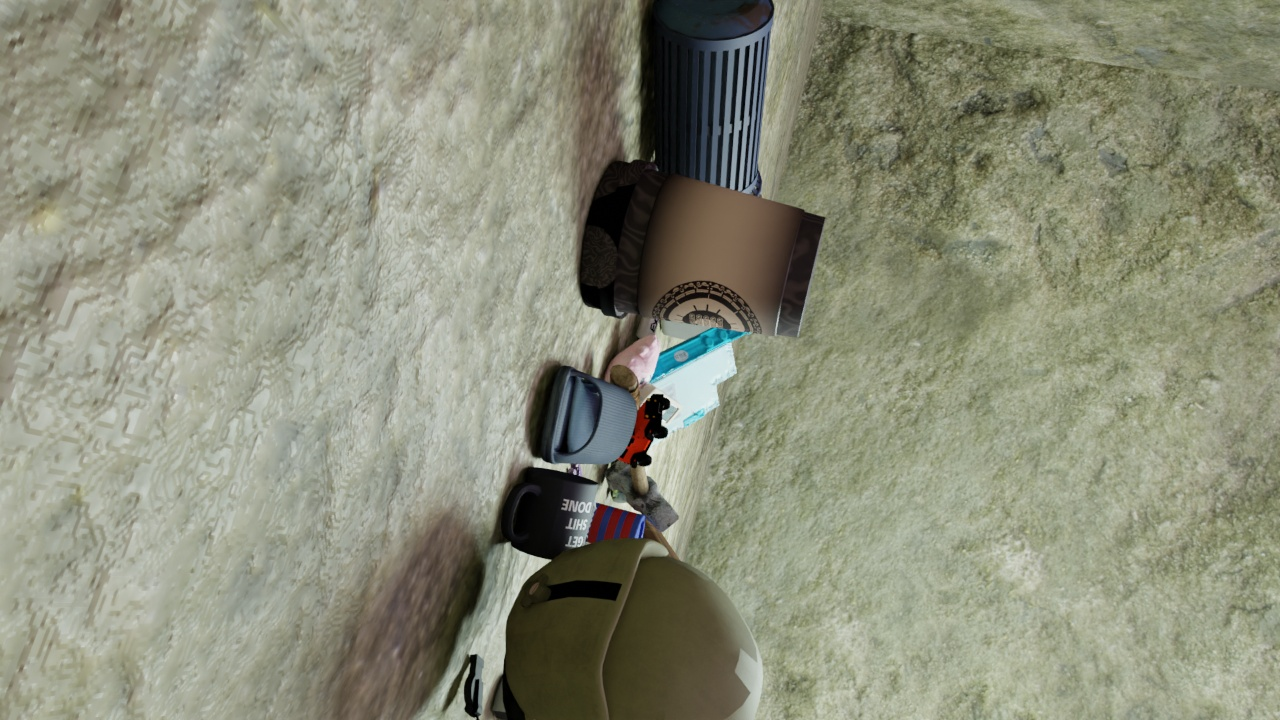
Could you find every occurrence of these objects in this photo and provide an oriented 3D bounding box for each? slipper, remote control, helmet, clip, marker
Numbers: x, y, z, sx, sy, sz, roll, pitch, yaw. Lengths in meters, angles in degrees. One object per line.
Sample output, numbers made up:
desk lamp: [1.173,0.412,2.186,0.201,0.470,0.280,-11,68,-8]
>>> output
slipper: [-0.046,0.071,0.993,0.263,0.082,0.101,47,58,-80]
remote control: [0.023,0.060,1.216,0.038,0.018,0.125,-49,156,2]
helmet: [-0.020,0.275,0.826,0.249,0.256,0.233,-65,169,-45]
clip: [-0.077,0.136,1.102,0.053,0.013,0.037,75,28,-64]
marker: [0.013,-0.055,1.279,0.025,0.025,0.126,-41,150,-73]

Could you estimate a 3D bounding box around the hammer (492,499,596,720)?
hammer: [-0.100,0.293,1.117,0.156,0.043,0.321,89,15,-54]

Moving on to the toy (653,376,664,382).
toy: [0.013,0.048,1.357,0.105,0.067,0.137,43,52,-69]

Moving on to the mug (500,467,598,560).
mug: [-0.094,0.149,0.893,0.105,0.071,0.077,15,88,-53]

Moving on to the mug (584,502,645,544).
mug: [-0.044,0.247,1.241,0.111,0.076,0.075,-60,160,-59]

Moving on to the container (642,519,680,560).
container: [0.006,0.314,1.321,0.167,0.132,0.132,-122,-148,-52]

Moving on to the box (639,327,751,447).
box: [0.073,0.012,1.331,0.226,0.083,0.173,-26,145,-39]

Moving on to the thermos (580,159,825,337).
thermos: [0.069,-0.110,0.971,0.172,0.226,0.172,14,89,-80]

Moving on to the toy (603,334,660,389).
toy: [-0.007,0.007,1.181,0.096,0.053,0.099,-51,168,0]

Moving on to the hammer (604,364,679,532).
hammer: [-0.007,0.111,1.189,0.048,0.121,0.319,-36,149,-20]

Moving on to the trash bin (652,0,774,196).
trash bin: [0.078,-0.299,1.044,0.250,0.139,0.139,88,18,-51]

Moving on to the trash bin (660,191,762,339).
trash bin: [0.115,-0.155,1.489,0.114,0.114,0.228,79,26,-67]

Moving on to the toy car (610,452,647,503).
toy car: [-0.020,0.165,1.370,0.033,0.048,0.106,-125,-143,-56]

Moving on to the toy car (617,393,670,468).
toy car: [-0.001,0.082,1.064,0.100,0.049,0.051,116,-15,-47]
